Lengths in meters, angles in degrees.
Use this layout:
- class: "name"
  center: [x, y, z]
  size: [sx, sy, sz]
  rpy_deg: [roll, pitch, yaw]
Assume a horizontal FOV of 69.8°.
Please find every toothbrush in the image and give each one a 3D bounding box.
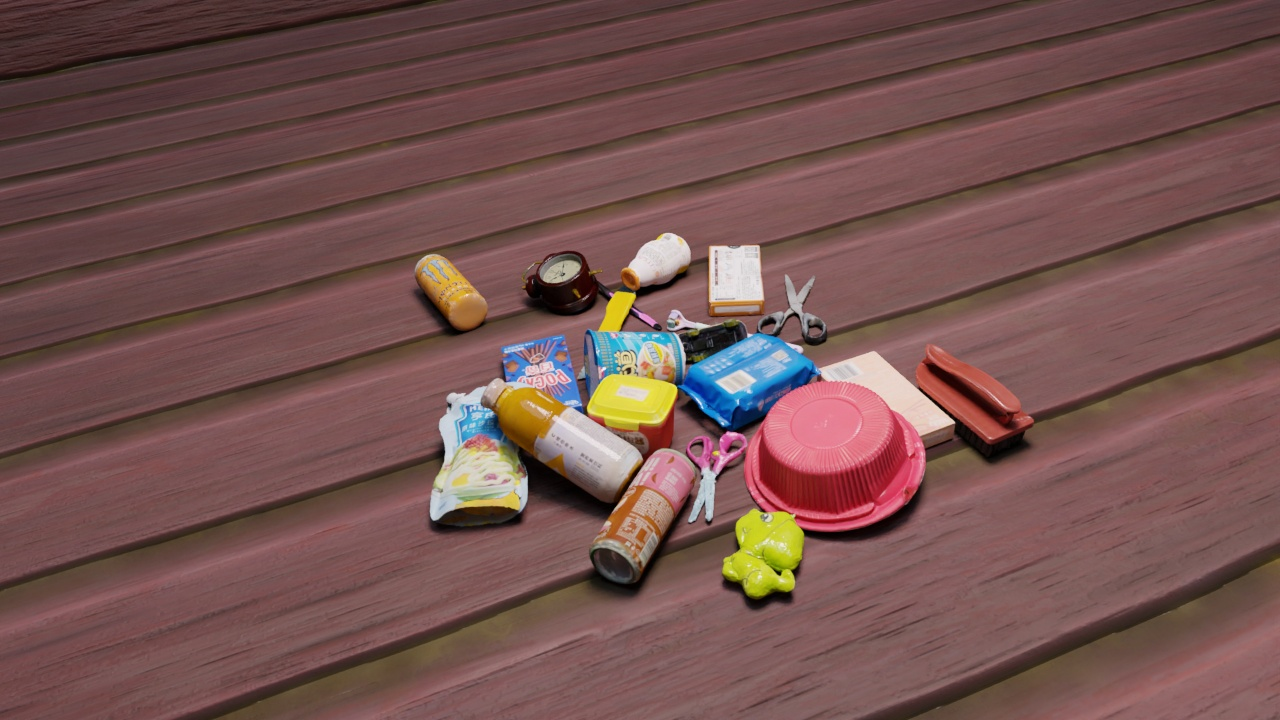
- class: "toothbrush"
  center: [-0.031, -0.084, 1.301]
  size: [0.014, 0.018, 0.189]
  rpy_deg: [-29, 46, -27]
- class: "toothbrush"
  center: [0.123, -0.033, 1.202]
  size: [0.189, 0.029, 0.021]
  rpy_deg: [15, 4, 24]

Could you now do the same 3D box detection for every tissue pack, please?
- class: "tissue pack"
  center: [0.131, 0.024, 1.096]
  size: [0.156, 0.052, 0.095]
  rpy_deg: [-26, 43, -24]

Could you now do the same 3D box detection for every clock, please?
- class: "clock"
  center: [-0.115, -0.114, 1.304]
  size: [0.122, 0.055, 0.081]
  rpy_deg: [17, 56, 32]

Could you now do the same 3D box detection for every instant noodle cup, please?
- class: "instant noodle cup"
  center: [-0.007, 0.006, 1.113]
  size: [0.110, 0.099, 0.099]
  rpy_deg: [-5, 36, -13]
- class: "instant noodle cup"
  center: [0.198, 0.087, 0.968]
  size: [0.194, 0.066, 0.193]
  rpy_deg: [-12, 39, 10]

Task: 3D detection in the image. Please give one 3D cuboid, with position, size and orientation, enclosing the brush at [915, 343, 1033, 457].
- class: "brush"
  center: [0.366, 0.038, 1.030]
  size: [0.063, 0.069, 0.146]
  rpy_deg: [-19, 38, -19]

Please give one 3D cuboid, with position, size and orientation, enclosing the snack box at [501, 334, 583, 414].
- class: "snack box"
  center: [-0.124, 0.027, 1.149]
  size: [0.084, 0.026, 0.157]
  rpy_deg: [-12, 37, -6]

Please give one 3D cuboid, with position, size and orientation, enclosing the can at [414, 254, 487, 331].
- class: "can"
  center: [-0.273, -0.099, 1.312]
  size: [0.058, 0.058, 0.146]
  rpy_deg: [-23, 40, -22]

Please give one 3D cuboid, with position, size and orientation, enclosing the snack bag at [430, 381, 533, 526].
- class: "snack bag"
  center: [-0.176, 0.098, 1.033]
  size: [0.110, 0.039, 0.190]
  rpy_deg: [-12, 45, 8]

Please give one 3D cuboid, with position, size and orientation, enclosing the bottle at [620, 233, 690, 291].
- class: "bottle"
  center: [0.021, -0.138, 1.320]
  size: [0.063, 0.063, 0.108]
  rpy_deg: [27, 47, 36]

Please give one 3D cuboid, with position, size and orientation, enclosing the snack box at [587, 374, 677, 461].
- class: "snack box"
  center: [-0.006, 0.066, 1.035]
  size: [0.091, 0.080, 0.081]
  rpy_deg: [8, 39, 18]

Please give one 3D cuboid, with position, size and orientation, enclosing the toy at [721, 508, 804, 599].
- class: "toy"
  center: [0.123, 0.187, 0.896]
  size: [0.100, 0.031, 0.097]
  rpy_deg: [-33, 44, -25]

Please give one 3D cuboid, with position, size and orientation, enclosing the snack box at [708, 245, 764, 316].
- class: "snack box"
  center: [0.135, -0.116, 1.306]
  size: [0.075, 0.026, 0.153]
  rpy_deg: [-1, 37, 5]

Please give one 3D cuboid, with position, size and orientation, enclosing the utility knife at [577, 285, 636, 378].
- class: "utility knife"
  center: [-0.045, -0.038, 1.230]
  size: [0.033, 0.015, 0.192]
  rpy_deg: [7, 44, 17]

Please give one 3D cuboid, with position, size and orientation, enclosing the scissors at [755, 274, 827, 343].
- class: "scissors"
  center: [0.211, -0.069, 1.247]
  size: [0.159, 0.014, 0.170]
  rpy_deg: [-22, 37, -25]

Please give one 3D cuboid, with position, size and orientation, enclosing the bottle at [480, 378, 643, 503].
- class: "bottle"
  center: [-0.089, 0.082, 0.995]
  size: [0.189, 0.068, 0.067]
  rpy_deg: [31, 47, 14]

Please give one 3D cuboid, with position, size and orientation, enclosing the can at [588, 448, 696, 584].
- class: "can"
  center: [0.005, 0.156, 0.931]
  size: [0.058, 0.058, 0.146]
  rpy_deg: [13, 40, 23]

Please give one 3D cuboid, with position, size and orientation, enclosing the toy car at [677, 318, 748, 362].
- class: "toy car"
  center: [0.092, -0.027, 1.178]
  size: [0.090, 0.042, 0.035]
  rpy_deg: [-14, 15, 0]

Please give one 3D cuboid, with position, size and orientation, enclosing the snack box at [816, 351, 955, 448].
- class: "snack box"
  center: [0.280, 0.049, 1.063]
  size: [0.084, 0.026, 0.157]
  rpy_deg: [-17, 38, -15]

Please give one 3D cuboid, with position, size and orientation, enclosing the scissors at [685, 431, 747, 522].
- class: "scissors"
  center: [0.066, 0.126, 1.001]
  size: [0.077, 0.017, 0.137]
  rpy_deg: [3, 42, 27]
